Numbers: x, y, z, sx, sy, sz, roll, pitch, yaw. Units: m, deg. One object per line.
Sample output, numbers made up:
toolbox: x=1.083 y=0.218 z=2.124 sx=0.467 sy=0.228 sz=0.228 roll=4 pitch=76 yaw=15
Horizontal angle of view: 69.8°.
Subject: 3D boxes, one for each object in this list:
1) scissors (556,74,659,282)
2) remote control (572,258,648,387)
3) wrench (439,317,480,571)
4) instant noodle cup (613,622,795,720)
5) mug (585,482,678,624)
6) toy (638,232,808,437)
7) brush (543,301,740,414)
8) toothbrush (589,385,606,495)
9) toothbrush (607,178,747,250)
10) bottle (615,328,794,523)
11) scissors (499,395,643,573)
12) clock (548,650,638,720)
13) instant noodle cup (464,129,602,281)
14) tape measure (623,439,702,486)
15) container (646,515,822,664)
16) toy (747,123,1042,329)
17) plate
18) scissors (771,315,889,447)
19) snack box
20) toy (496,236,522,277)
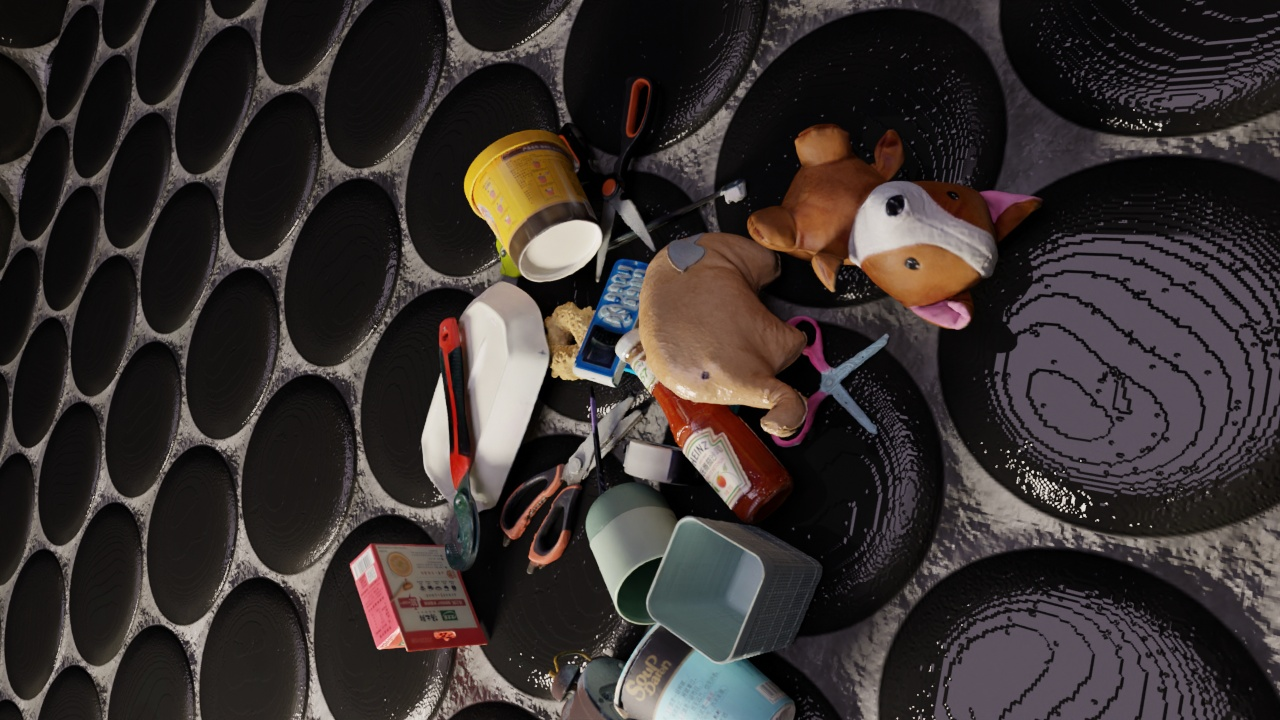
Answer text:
scissors: x=-0.033 y=-0.197 z=0.972 sx=0.228 sy=0.021 sz=0.221 roll=25 pitch=95 yaw=43
remote control: x=-0.022 y=-0.037 z=0.893 sx=0.049 sy=0.024 sz=0.124 roll=16 pitch=77 yaw=29
wrench: x=-0.197 y=0.086 z=0.983 sx=0.056 sy=0.016 sz=0.273 roll=-16 pitch=75 yaw=45
instant noodle cup: x=0.058 y=0.282 z=0.757 sx=0.120 sy=0.111 sz=0.111 roll=30 pitch=99 yaw=30
mug: x=0.003 y=0.179 z=0.829 sx=0.082 sy=0.112 sz=0.106 roll=-20 pitch=36 yaw=-10
toy: x=0.069 y=-0.017 z=0.785 sx=0.143 sy=0.082 sz=0.225 roll=-16 pitch=54 yaw=6
brush: x=-0.005 y=0.005 z=0.907 sx=0.255 sy=0.045 sz=0.083 roll=20 pitch=90 yaw=35
toothbrush: x=-0.037 y=0.118 z=0.906 sx=0.017 sy=0.014 sz=0.189 roll=-8 pitch=82 yaw=17
toothbrush: x=0.029 y=-0.141 z=0.921 sx=0.181 sy=0.015 sz=0.018 roll=-18 pitch=78 yaw=34
bottle: x=0.050 y=0.052 z=0.814 sx=0.060 sy=0.059 sz=0.206 roll=-50 pitch=65 yaw=19
scissors: x=-0.067 y=0.130 z=0.940 sx=0.205 sy=0.015 sz=0.198 roll=-9 pitch=74 yaw=37
clock: x=-0.034 y=0.308 z=0.833 sx=0.122 sy=0.082 sz=0.055 roll=45 pitch=115 yaw=33
instant noodle cup: x=-0.103 y=-0.153 z=0.936 sx=0.119 sy=0.118 sz=0.114 roll=-42 pitch=62 yaw=24
tape measure: x=0.018 y=0.094 z=0.846 sx=0.066 sy=0.066 sz=0.033 roll=8 pitch=87 yaw=39
container: x=0.082 y=0.184 z=0.748 sx=0.090 sy=0.111 sz=0.090 roll=26 pitch=97 yaw=39
toy: x=0.194 y=-0.110 z=0.724 sx=0.200 sy=0.130 sz=0.140 roll=32 pitch=95 yaw=28
plate: x=-0.182 y=0.043 z=1.009 sx=0.162 sy=0.034 sz=0.266 roll=39 pitch=114 yaw=42
scissors: x=0.157 y=0.017 z=0.787 sx=0.133 sy=0.017 sz=0.134 roll=-41 pitch=57 yaw=19
snack box: x=-0.237 y=0.261 z=0.982 sx=0.044 sy=0.113 sz=0.127 roll=-43 pitch=57 yaw=22
toy: x=-0.120 y=-0.136 z=1.028 sx=0.100 sy=0.031 sz=0.096 roll=17 pitch=88 yaw=36
